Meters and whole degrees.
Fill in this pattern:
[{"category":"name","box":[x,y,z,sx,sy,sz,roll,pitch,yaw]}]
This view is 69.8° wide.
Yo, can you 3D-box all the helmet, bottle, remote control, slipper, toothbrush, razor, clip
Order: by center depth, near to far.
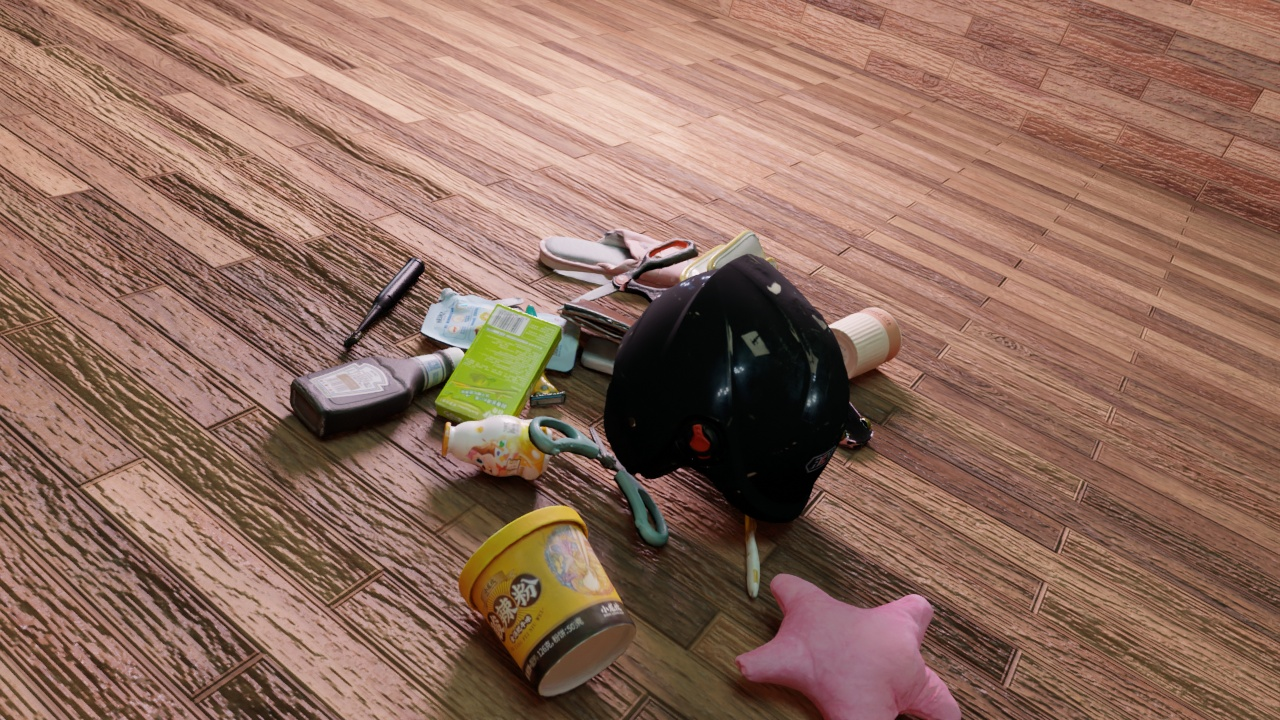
[{"category":"bottle","box":[-0.147,0.087,0.939,0.108,0.063,0.063,8,33,-12]},{"category":"toothbrush","box":[0.119,0.178,0.961,0.018,0.016,0.191,21,31,-8]},{"category":"helmet","box":[0.107,0.028,0.971,0.232,0.231,0.274,-15,59,-50]},{"category":"bottle","box":[-0.276,0.025,0.998,0.080,0.044,0.194,37,38,29]},{"category":"razor","box":[-0.121,-0.006,1.088,0.043,0.028,0.132,-7,65,-16]},{"category":"toothbrush","box":[-0.318,-0.073,1.143,0.027,0.026,0.212,-18,26,20]},{"category":"remote control","box":[-0.007,0.007,1.160,0.136,0.020,0.055,17,33,2]},{"category":"clip","box":[-0.180,-0.070,1.207,0.057,0.037,0.026,-12,40,-31]},{"category":"slipper","box":[-0.014,-0.153,1.366,0.274,0.055,0.114,10,33,-8]}]

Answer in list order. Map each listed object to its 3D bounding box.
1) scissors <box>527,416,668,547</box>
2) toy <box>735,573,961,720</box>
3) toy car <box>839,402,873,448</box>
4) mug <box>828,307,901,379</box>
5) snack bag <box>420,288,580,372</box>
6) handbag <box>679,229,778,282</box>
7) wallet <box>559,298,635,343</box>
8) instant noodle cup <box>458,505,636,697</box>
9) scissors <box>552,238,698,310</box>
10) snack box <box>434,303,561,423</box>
[{"category":"scissors","box":[-0.036,0.119,0.923,0.171,0.019,0.170,25,22,-52]},{"category":"toy","box":[0.177,0.269,0.798,0.194,0.075,0.178,9,43,-4]},{"category":"toy car","box":[0.244,0.064,1.168,0.056,0.037,0.122,-12,55,-32]},{"category":"mug","box":[0.288,-0.024,1.287,0.105,0.082,0.115,-21,21,-41]},{"category":"snack bag","box":[-0.171,-0.039,1.141,0.191,0.039,0.110,12,44,-8]},{"category":"handbag","box":[0.149,-0.077,1.247,0.179,0.063,0.162,58,39,-6]},{"category":"wallet","box":[-0.046,-0.050,1.173,0.101,0.032,0.124,24,7,4]},{"category":"instant noodle cup","box":[-0.072,0.202,0.758,0.118,0.119,0.114,-13,51,-37]},{"category":"scissors","box":[-0.003,-0.109,1.270,0.228,0.022,0.220,33,58,28]},{"category":"snack box","box":[-0.158,0.010,1.036,0.086,0.026,0.156,19,55,8]}]
